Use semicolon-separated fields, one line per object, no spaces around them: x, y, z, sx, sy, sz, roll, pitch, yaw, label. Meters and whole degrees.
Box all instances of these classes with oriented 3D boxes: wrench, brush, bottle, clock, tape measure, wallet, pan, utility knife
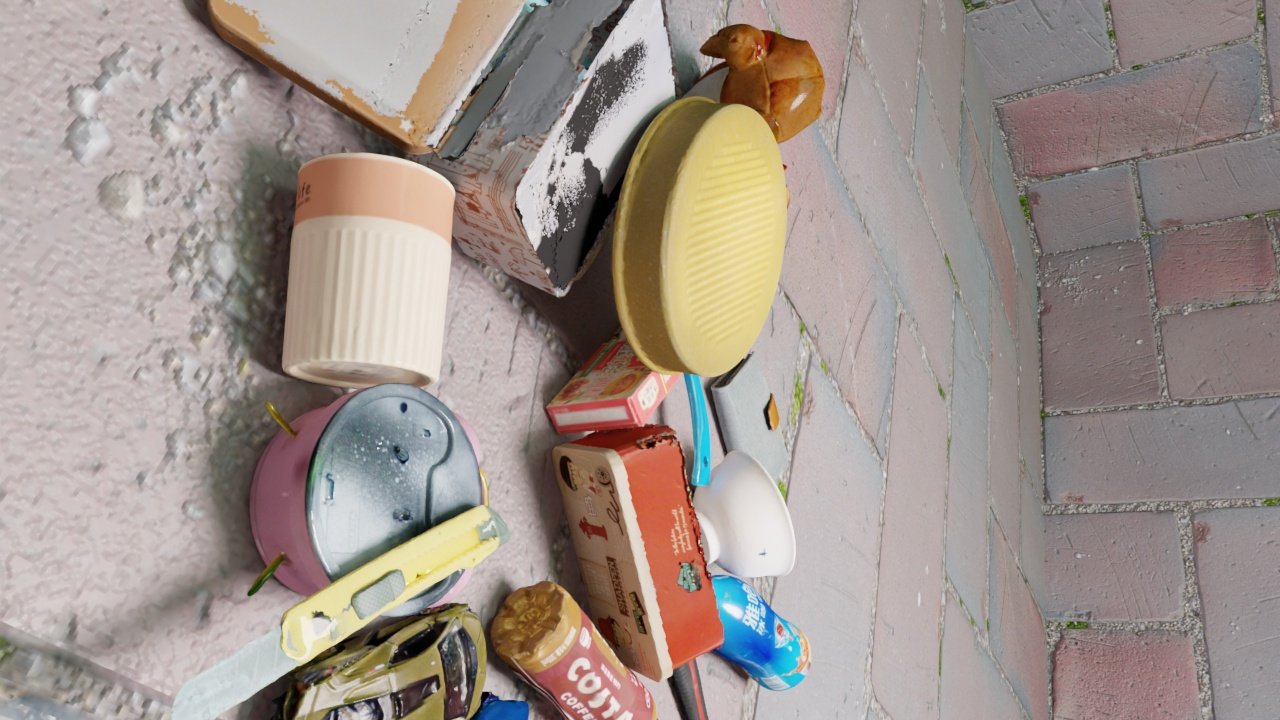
0.059;0.333;0.792;0.056;0.016;0.273;-44;121;-58;wrench
0.038;-0.017;0.804;0.083;0.046;0.254;14;65;-61;brush
-0.034;0.222;0.623;0.175;0.058;0.057;59;38;-34;bottle
-0.132;0.076;0.493;0.158;0.060;0.117;19;66;-54;clock
-0.093;0.232;0.555;0.054;0.025;0.058;37;48;-48;tape measure
0.085;0.232;0.811;0.218;0.065;0.065;47;45;-44;bottle
0.117;0.066;0.935;0.106;0.037;0.130;-40;117;-54;wallet
0.075;-0.107;0.724;0.356;0.078;0.198;-26;122;-54;pan
-0.128;0.111;0.426;0.204;0.021;0.031;-23;97;-52;utility knife

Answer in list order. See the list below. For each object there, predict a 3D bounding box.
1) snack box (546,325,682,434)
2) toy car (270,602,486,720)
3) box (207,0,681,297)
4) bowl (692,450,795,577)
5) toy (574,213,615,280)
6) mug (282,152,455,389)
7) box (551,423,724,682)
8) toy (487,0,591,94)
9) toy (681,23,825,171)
-0.004;0.004;0.708;0.152;0.075;0.025;-50;125;-51;snack box
-0.130;0.176;0.492;0.157;0.042;0.070;-8;90;-62;toy car
-0.085;-0.176;0.534;0.270;0.134;0.179;43;69;-40;box
0.076;0.144;0.805;0.064;0.118;0.118;-17;100;-22;bowl
-0.033;-0.131;0.717;0.105;0.066;0.156;95;12;-57;toy
-0.142;-0.039;0.498;0.114;0.082;0.105;80;11;-77;mug
0.004;0.131;0.662;0.076;0.091;0.168;-18;100;-32;box
-0.082;-0.234;0.658;0.161;0.050;0.155;63;29;-15;toy
0.093;-0.241;0.876;0.199;0.130;0.140;-124;-154;-81;toy
